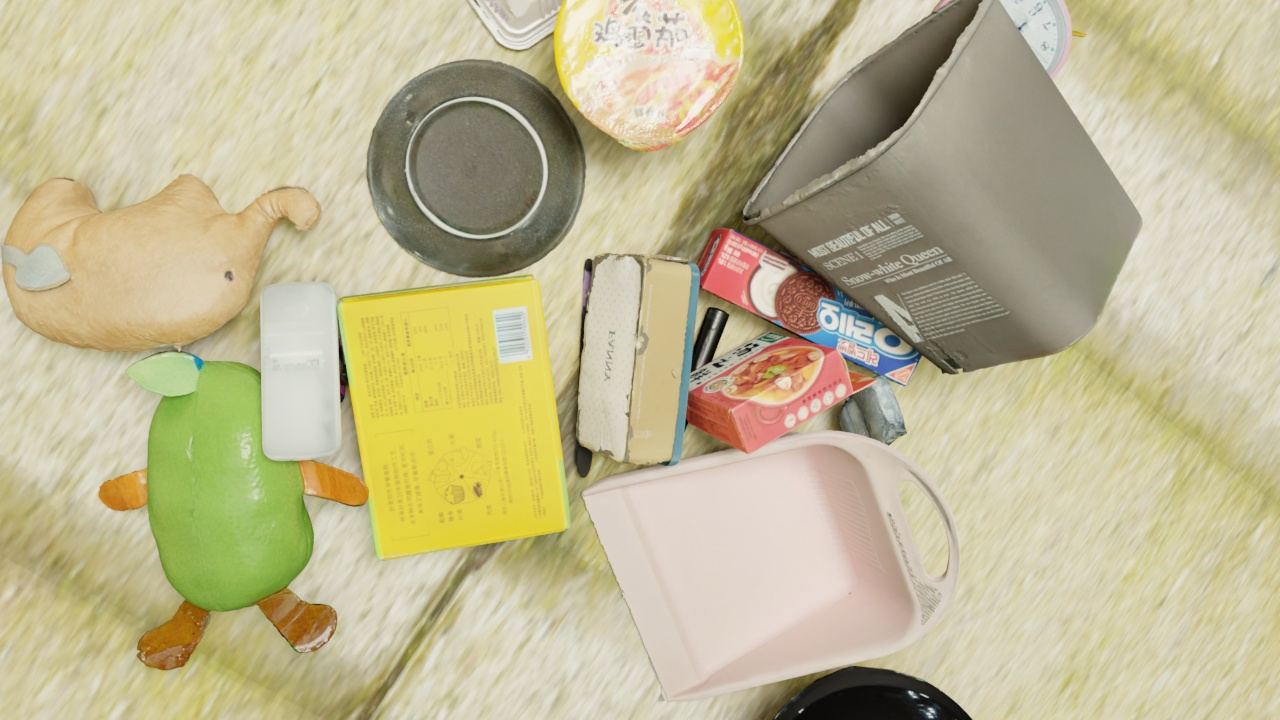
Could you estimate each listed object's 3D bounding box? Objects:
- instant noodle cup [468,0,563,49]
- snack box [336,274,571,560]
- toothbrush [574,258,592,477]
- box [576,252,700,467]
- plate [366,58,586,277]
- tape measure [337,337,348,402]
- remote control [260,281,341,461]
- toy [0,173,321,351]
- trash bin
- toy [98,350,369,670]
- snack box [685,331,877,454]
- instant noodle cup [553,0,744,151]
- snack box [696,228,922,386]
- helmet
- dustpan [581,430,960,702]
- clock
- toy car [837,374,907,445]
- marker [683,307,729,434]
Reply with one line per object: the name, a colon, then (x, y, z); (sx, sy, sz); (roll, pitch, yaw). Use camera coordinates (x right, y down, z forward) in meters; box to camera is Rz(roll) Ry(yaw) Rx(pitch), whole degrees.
instant noodle cup: (-0.072, -0.348, 0.723); (0.173, 0.060, 0.138); (-36, 101, -3)
snack box: (-0.149, 0.043, 0.745); (0.157, 0.070, 0.210); (-8, 97, -8)
toothbrush: (-0.047, 0.007, 0.790); (0.014, 0.017, 0.189); (1, 93, -21)
box: (-0.004, 0.004, 0.751); (0.059, 0.090, 0.184); (0, 100, -34)
plate: (-0.133, -0.156, 0.751); (0.179, 0.024, 0.179); (-1, 96, -9)
tape measure: (-0.254, 0.009, 0.730); (0.039, 0.058, 0.057); (-5, 75, -12)
remote control: (-0.255, 0.007, 0.689); (0.056, 0.020, 0.136); (-4, 77, -10)
toy: (-0.353, -0.075, 0.692); (0.226, 0.082, 0.143); (-5, 85, -10)
trash bin: (0.235, -0.120, 0.703); (0.220, 0.199, 0.198); (43, 66, -14)
toy: (-0.320, 0.113, 0.715); (0.227, 0.090, 0.247); (-3, 93, 3)
snack box: (0.107, 0.017, 0.751); (0.127, 0.113, 0.044); (-28, 108, -16)
instant noodle cup: (0.004, -0.234, 0.715); (0.138, 0.109, 0.138); (0, 97, -1)
snack box: (0.149, -0.047, 0.792); (0.207, 0.057, 0.058); (25, 94, -11)
helmet: (0.198, 0.395, 0.764); (0.233, 0.229, 0.275); (-7, 139, 0)
dustpan: (0.111, 0.168, 0.767); (0.273, 0.139, 0.222); (-25, 100, -7)
clock: (0.297, -0.262, 0.792); (0.158, 0.060, 0.117); (-44, 100, -1)
toy car: (0.194, 0.050, 0.778); (0.037, 0.121, 0.054); (-16, 75, -4)
marker: (0.045, 0.017, 0.800); (0.022, 0.020, 0.132); (18, 94, -42)
